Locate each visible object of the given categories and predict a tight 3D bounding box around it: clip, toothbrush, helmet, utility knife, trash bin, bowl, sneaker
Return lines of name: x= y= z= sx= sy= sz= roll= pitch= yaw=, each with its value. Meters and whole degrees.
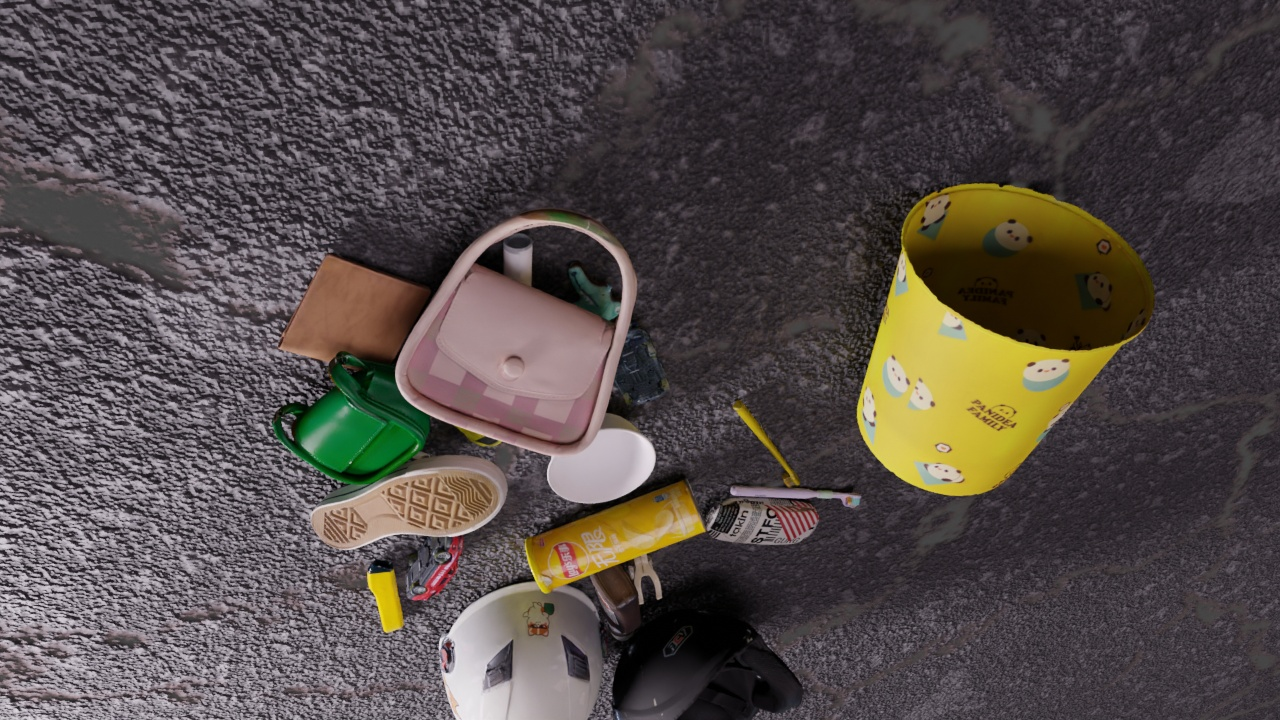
clip: x=0.005 y=0.274 z=1.189 sx=0.035 sy=0.095 sz=0.102 roll=-12 pitch=145 yaw=-7
toothbrush: x=0.201 y=0.175 z=1.189 sx=0.189 sy=0.021 sz=0.029 roll=7 pitch=140 yaw=-21
helmet: x=0.071 y=0.458 z=1.270 sx=0.232 sy=0.230 sz=0.275 roll=-37 pitch=140 yaw=-31
utility knife: x=-0.315 y=0.293 z=1.135 sx=0.033 sy=0.015 sz=0.157 roll=-2 pitch=134 yaw=-8
trash bin: x=0.343 y=-0.009 z=0.934 sx=0.229 sy=0.229 sz=0.256 roll=-6 pitch=139 yaw=-13
toothbrush: x=0.153 y=0.104 z=1.111 sx=0.017 sy=0.015 sz=0.190 roll=-25 pitch=135 yaw=15
bowl: x=-0.048 y=0.093 z=1.000 sx=0.118 sy=0.064 sz=0.118 roll=-9 pitch=135 yaw=-10
toothbrush: x=-0.119 y=-0.025 z=0.892 sx=0.026 sy=0.027 sz=0.221 roll=-26 pitch=141 yaw=-32
sneaker: x=-0.237 y=0.135 z=0.964 sx=0.242 sy=0.087 sz=0.118 roll=-17 pitch=115 yaw=26
helmet: x=-0.150 y=0.434 z=1.223 sx=0.229 sy=0.156 sz=0.275 roll=1 pitch=132 yaw=-19

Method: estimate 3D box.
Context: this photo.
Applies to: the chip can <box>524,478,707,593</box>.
chip can: x=-0.030 y=0.212 z=1.115 sx=0.213 sy=0.072 sz=0.072 roll=-22 pitch=135 yaw=1

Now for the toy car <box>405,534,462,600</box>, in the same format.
toy car: x=-0.239 y=0.235 z=1.081 sx=0.045 sy=0.052 sz=0.121 roll=14 pitch=129 yaw=-31

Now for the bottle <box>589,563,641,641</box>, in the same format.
bottle: x=-0.030 y=0.326 z=1.217 sx=0.044 sy=0.080 sz=0.195 roll=-30 pitch=151 yaw=-16

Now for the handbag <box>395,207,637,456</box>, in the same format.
handbag: x=-0.095 y=-0.036 z=0.816 sx=0.193 sy=0.093 sz=0.235 roll=22 pitch=123 yaw=-15

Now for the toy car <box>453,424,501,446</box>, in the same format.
toy car: x=-0.176 y=0.054 z=0.945 sx=0.048 sy=0.032 sz=0.105 roll=-28 pitch=133 yaw=9

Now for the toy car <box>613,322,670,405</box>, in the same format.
toy car: x=-0.006 y=0.005 z=0.953 sx=0.054 sy=0.036 sz=0.121 roll=-22 pitch=145 yaw=2

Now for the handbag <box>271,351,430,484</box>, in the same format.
handbag: x=-0.270 y=0.053 z=0.878 sx=0.132 sy=0.067 sz=0.120 roll=-32 pitch=129 yaw=32

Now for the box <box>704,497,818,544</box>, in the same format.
box: x=0.160 y=0.211 z=1.191 sx=0.164 sy=0.052 sz=0.069 roll=6 pitch=111 yaw=-23

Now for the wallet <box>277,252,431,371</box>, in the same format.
wallet: x=-0.260 y=-0.039 z=0.839 sx=0.101 sy=0.020 sz=0.115 roll=20 pitch=121 yaw=-33

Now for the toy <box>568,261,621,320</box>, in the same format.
toy: x=-0.062 y=-0.048 z=0.890 sx=0.092 sy=0.030 sz=0.096 roll=-28 pitch=127 yaw=2
